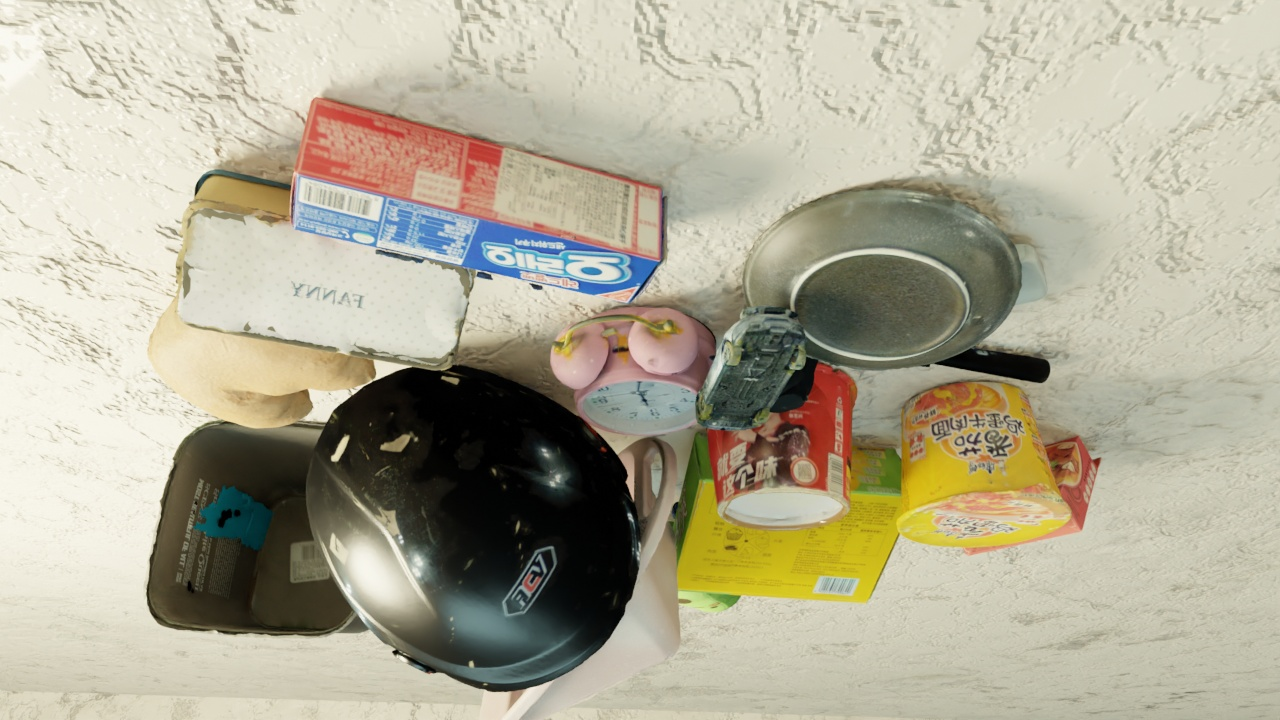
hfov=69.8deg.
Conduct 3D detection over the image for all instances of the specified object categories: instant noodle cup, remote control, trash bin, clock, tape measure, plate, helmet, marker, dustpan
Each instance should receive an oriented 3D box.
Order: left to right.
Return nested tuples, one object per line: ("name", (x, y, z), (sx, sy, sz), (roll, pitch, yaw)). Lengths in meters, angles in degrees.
("trash bin", (-0.350, 0.187, 0.932), (0.198, 0.198, 0.220), (5, 159, -3))
("helmet", (-0.133, 0.127, 0.733), (0.275, 0.233, 0.230), (27, 167, 48))
("dustpan", (-0.064, 0.189, 0.836), (0.274, 0.222, 0.139), (-25, 117, 10))
("clock", (-0.004, 0.004, 0.695), (0.117, 0.059, 0.158), (-7, 149, 14))
("tape measure", (0.105, 0.012, 0.706), (0.058, 0.057, 0.039), (6, 157, 35))
("instant noodle cup", (0.117, 0.077, 0.774), (0.138, 0.108, 0.138), (1, 152, 1))
("plate", (0.156, -0.041, 0.605), (0.179, 0.024, 0.180), (8, 143, 6))
("remote control", (0.204, -0.047, 0.629), (0.136, 0.020, 0.056), (-13, 147, 29))
("marker", (0.257, 0.000, 0.715), (0.132, 0.022, 0.020), (8, -166, -12))
("instant noodle cup", (0.286, 0.089, 0.787), (0.138, 0.109, 0.138), (2, 152, 1))

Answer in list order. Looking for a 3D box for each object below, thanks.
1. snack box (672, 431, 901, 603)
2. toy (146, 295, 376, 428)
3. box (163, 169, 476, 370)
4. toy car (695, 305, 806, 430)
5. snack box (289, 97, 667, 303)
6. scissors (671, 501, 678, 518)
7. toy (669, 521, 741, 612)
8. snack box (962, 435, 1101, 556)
("snack box", (0.143, 0.157, 0.905), (0.210, 0.070, 0.158), (6, 125, -7))
("toy", (-0.253, -0.021, 0.650), (0.227, 0.082, 0.143), (-25, 143, 32))
("box", (-0.196, -0.054, 0.563), (0.184, 0.059, 0.090), (14, 117, -16))
("toy car", (0.075, 0.009, 0.643), (0.054, 0.036, 0.121), (3, 142, -13))
("snack box", (-0.089, -0.087, 0.529), (0.207, 0.058, 0.057), (11, 150, -17))
("scissors", (0.102, 0.200, 1.005), (0.162, 0.176, 0.012), (-16, 128, -49))
("toy", (0.049, 0.243, 1.087), (0.227, 0.089, 0.246), (11, 160, 38))
("snack box", (0.367, 0.123, 0.874), (0.113, 0.126, 0.044), (-28, 99, 42))
